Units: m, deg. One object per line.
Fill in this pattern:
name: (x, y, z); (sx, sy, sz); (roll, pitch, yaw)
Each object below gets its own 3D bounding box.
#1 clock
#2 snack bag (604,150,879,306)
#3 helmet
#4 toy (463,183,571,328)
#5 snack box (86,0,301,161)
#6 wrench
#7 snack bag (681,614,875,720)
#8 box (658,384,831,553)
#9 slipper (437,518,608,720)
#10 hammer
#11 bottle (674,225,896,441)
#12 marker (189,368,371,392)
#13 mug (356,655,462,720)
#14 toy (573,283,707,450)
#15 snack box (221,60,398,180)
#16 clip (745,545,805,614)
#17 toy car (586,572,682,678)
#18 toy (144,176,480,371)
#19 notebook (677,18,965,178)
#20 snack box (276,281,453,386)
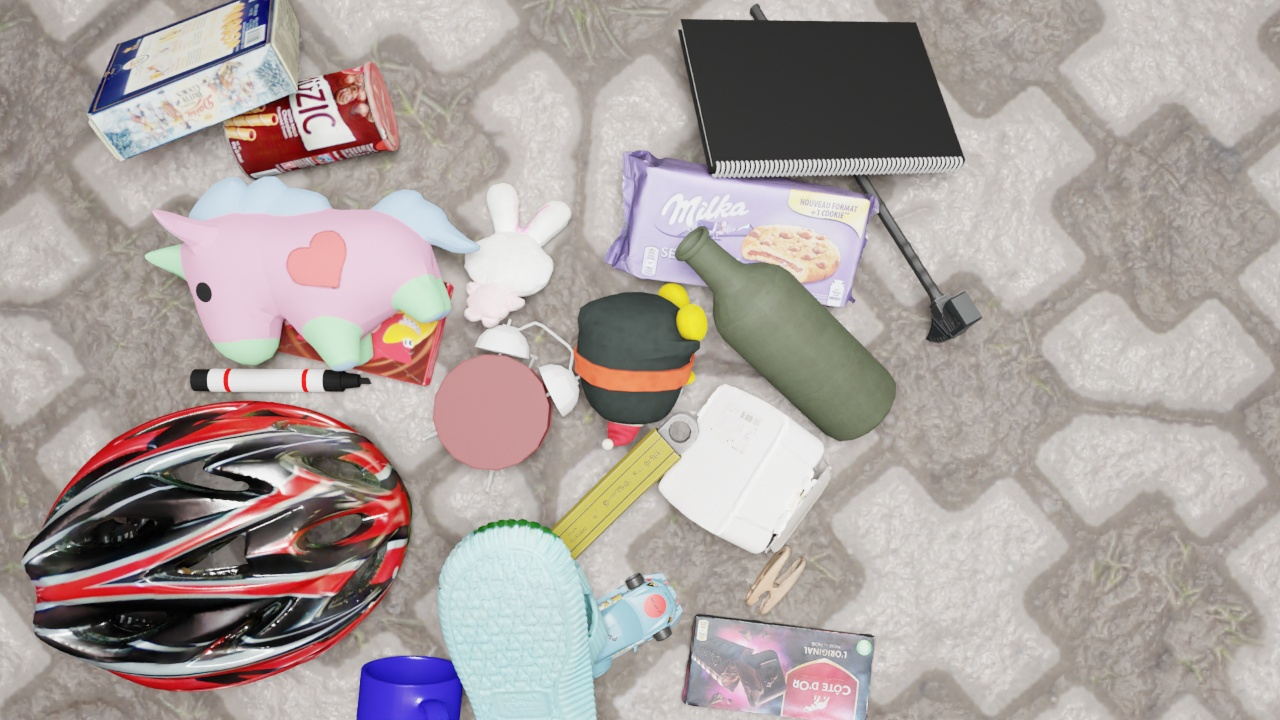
clock: (-0.111, 0.033, 0.747); (0.096, 0.048, 0.137); (38, 88, 1)
snack bag: (0.080, -0.106, 0.737); (0.205, 0.058, 0.096); (10, 117, 0)
helmet: (-0.312, 0.140, 0.699); (0.271, 0.167, 0.217); (-12, 91, -13)
toy: (-0.108, -0.082, 0.755); (0.076, 0.037, 0.125); (15, 74, 5)
snack box: (-0.342, -0.230, 0.718); (0.145, 0.144, 0.043); (-22, 132, 0)
wrench: (-0.052, 0.143, 0.737); (0.273, 0.018, 0.083); (-44, 90, 7)
snack bag: (0.114, 0.254, 0.755); (0.155, 0.018, 0.074); (7, 87, -2)
box: (0.105, 0.101, 0.737); (0.130, 0.103, 0.110); (30, 89, -36)
slipper: (-0.084, 0.232, 0.709); (0.116, 0.069, 0.276); (-4, 113, 6)
hammer: (0.174, -0.159, 0.757); (0.015, 0.095, 0.325); (-28, 79, -2)
bottle: (0.108, -0.023, 0.705); (0.207, 0.071, 0.071); (41, 87, -21)
marker: (-0.297, 0.017, 0.761); (0.145, 0.019, 0.019); (0, 87, 0)
mug: (-0.174, 0.284, 0.706); (0.079, 0.111, 0.083); (7, 87, -32)
toy: (-0.004, 0.004, 0.730); (0.099, 0.097, 0.119); (-1, 111, -12)
snack box: (-0.266, -0.193, 0.745); (0.121, 0.072, 0.072); (-12, 87, -1)
clip: (0.110, 0.179, 0.756); (0.047, 0.025, 0.062); (8, 94, 4)
toy car: (-0.019, 0.217, 0.750); (0.108, 0.027, 0.060); (-28, 88, -1)
toy: (-0.246, -0.078, 0.704); (0.222, 0.120, 0.171); (-30, 96, -1)
notebook: (0.143, -0.211, 0.731); (0.206, 0.016, 0.148); (-4, 65, -12)
snack box: (-0.231, -0.036, 0.762); (0.133, 0.021, 0.089); (13, 87, 0)
